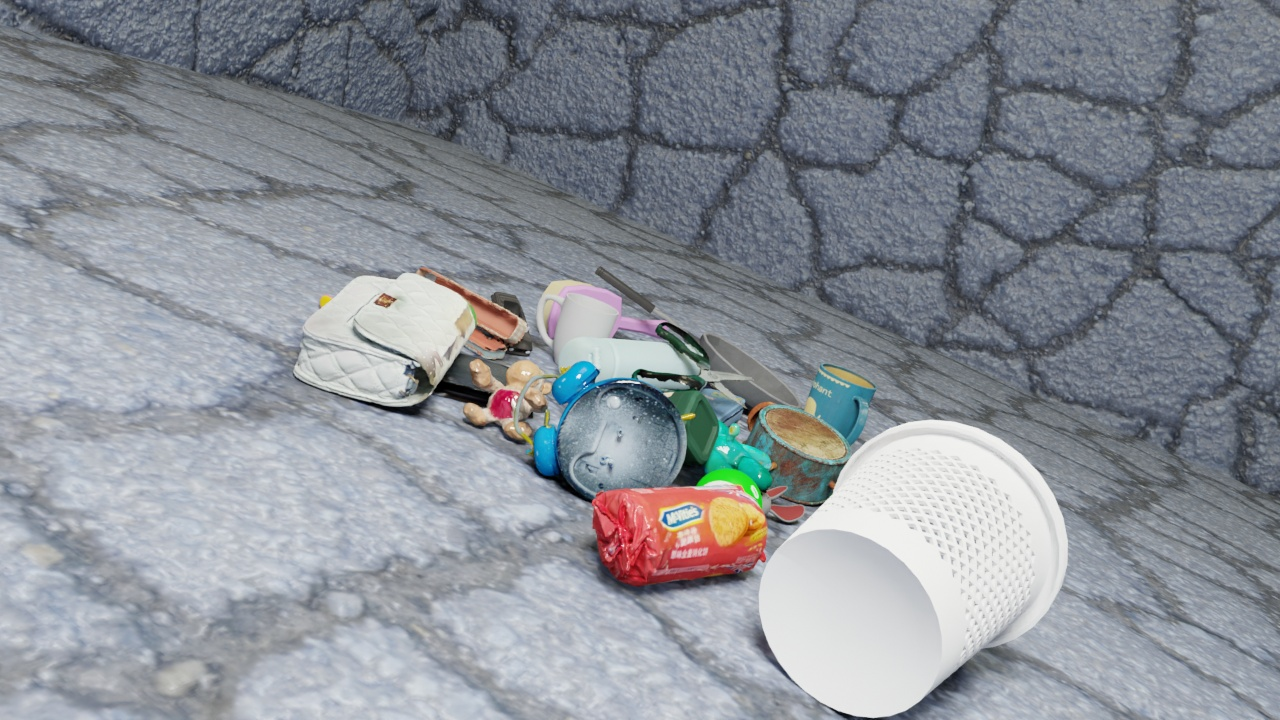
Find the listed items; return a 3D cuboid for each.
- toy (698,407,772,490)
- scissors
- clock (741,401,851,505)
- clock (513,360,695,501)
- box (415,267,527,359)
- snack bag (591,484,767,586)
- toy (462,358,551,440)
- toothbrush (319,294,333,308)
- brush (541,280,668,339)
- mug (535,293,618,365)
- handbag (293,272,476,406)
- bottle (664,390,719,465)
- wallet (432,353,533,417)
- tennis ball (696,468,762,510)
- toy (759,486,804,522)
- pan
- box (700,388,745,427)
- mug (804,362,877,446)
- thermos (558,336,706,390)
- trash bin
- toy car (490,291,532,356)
[{"bbox_3d":[0.075,0.088,0.976,0.130,0.072,0.193,5,13,-21],"label":"toy"},{"bbox_3d":[0.046,0.001,1.130,0.201,0.015,0.202,4,29,-37],"label":"scissors"},{"bbox_3d":[0.176,0.104,1.075,0.121,0.073,0.157,19,25,-8],"label":"clock"},{"bbox_3d":[-0.036,0.063,0.835,0.161,0.117,0.060,23,7,-7],"label":"clock"},{"bbox_3d":[-0.233,-0.058,1.159,0.187,0.085,0.048,26,-18,27],"label":"box"},{"bbox_3d":[0.031,0.138,0.739,0.176,0.082,0.082,7,20,-45],"label":"snack bag"},{"bbox_3d":[-0.118,0.033,0.908,0.085,0.074,0.105,16,18,14],"label":"toy"},{"bbox_3d":[-0.326,-0.043,1.016,0.135,0.021,0.016,34,5,38],"label":"toothbrush"},{"bbox_3d":[-0.050,-0.062,1.347,0.228,0.089,0.043,7,15,-44],"label":"brush"},{"bbox_3d":[-0.093,-0.040,1.197,0.107,0.089,0.071,25,14,15],"label":"mug"},{"bbox_3d":[-0.247,-0.028,0.913,0.139,0.073,0.194,15,22,-4],"label":"handbag"},{"bbox_3d":[0.007,0.071,0.929,0.131,0.061,0.061,-6,40,34],"label":"bottle"},{"bbox_3d":[-0.170,0.022,0.980,0.115,0.026,0.089,15,16,-21],"label":"wallet"},{"bbox_3d":[0.079,0.132,0.844,0.065,0.065,0.065,20,14,-5],"label":"tennis ball"},{"bbox_3d":[0.118,0.145,0.929,0.111,0.030,0.049,8,33,-43],"label":"toy"},{"bbox_3d":[0.080,-0.024,1.333,0.357,0.041,0.178,36,14,-2],"label":"pan"},{"bbox_3d":[0.082,0.065,1.172,0.066,0.037,0.209,22,13,17],"label":"box"},{"bbox_3d":[0.277,0.073,1.282,0.084,0.104,0.112,15,17,-22],"label":"mug"},{"bbox_3d":[-0.007,0.007,1.173,0.206,0.065,0.078,3,-8,-39],"label":"thermos"},{"bbox_3d":[0.197,0.162,0.698,0.195,0.196,0.199,29,26,29],"label":"trash bin"},{"bbox_3d":[-0.165,-0.049,1.181,0.040,0.037,0.092,10,51,-43],"label":"toy car"}]
